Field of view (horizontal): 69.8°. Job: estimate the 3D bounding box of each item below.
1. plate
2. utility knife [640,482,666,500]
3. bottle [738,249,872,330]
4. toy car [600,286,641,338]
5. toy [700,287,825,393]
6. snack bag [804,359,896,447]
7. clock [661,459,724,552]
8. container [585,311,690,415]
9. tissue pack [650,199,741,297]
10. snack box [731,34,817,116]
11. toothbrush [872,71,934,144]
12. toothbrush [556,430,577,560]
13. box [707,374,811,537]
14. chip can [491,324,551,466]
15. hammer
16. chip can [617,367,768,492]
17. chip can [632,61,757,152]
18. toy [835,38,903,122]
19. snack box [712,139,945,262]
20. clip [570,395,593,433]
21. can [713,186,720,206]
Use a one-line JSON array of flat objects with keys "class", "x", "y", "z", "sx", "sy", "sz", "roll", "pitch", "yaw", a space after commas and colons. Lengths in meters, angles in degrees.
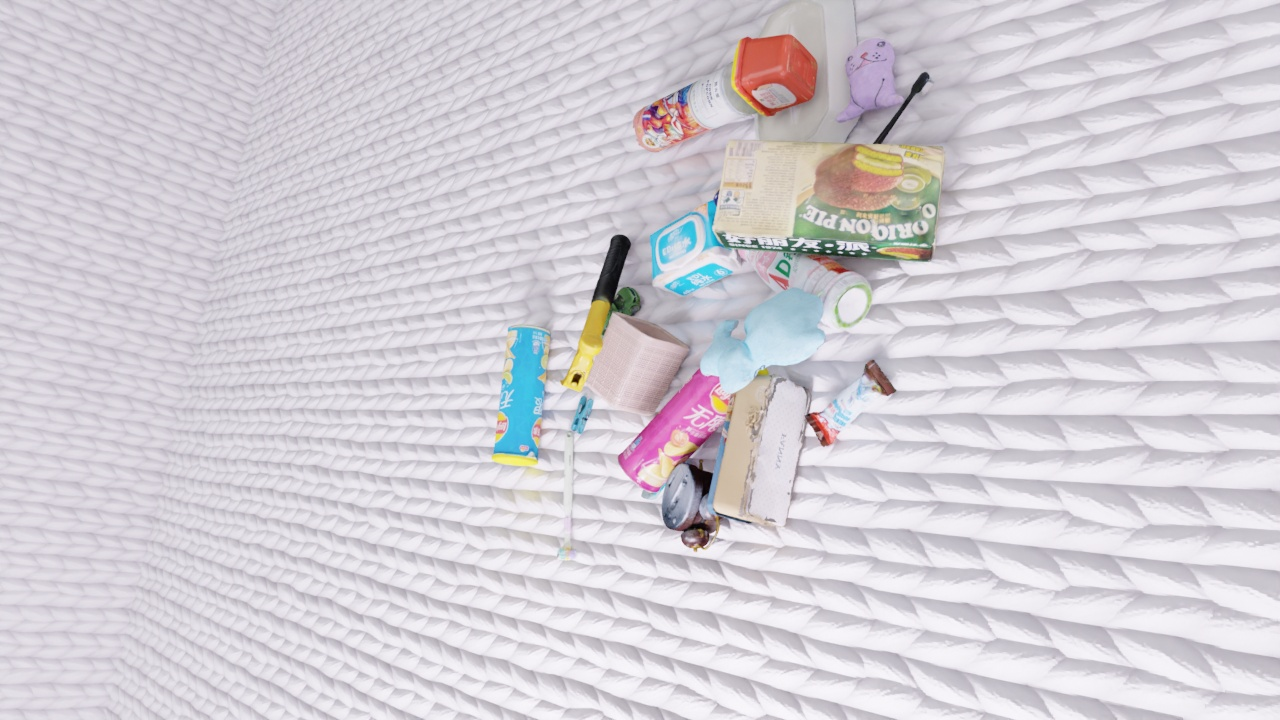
[{"class": "plate", "x": 0.203, "y": -0.365, "z": 1.187, "sx": 0.162, "sy": 0.034, "sz": 0.265, "roll": -15, "pitch": 66, "yaw": 42}, {"class": "utility knife", "x": 0.059, "y": 0.096, "z": 1.192, "sx": 0.029, "sy": 0.013, "sz": 0.216, "roll": 42, "pitch": 106, "yaw": 41}, {"class": "bottle", "x": 0.187, "y": -0.103, "z": 1.092, "sx": 0.197, "sy": 0.068, "sz": 0.068, "roll": 41, "pitch": 106, "yaw": 48}, {"class": "toy car", "x": -0.036, "y": -0.067, "z": 1.333, "sx": 0.091, "sy": 0.036, "sz": 0.043, "roll": -52, "pitch": 44, "yaw": 15}, {"class": "toy", "x": 0.141, "y": -0.027, "z": 1.026, "sx": 0.156, "sy": 0.049, "sz": 0.161, "roll": -54, "pitch": 34, "yaw": 5}, {"class": "snack bag", "x": 0.232, "y": 0.048, "z": 1.020, "sx": 0.104, "sy": 0.026, "sz": 0.048, "roll": -44, "pitch": 61, "yaw": 27}, {"class": "clock", "x": 0.068, "y": 0.176, "z": 1.102, "sx": 0.082, "sy": 0.055, "sz": 0.121, "roll": -63, "pitch": 23, "yaw": 24}, {"class": "container", "x": -0.007, "y": 0.007, "z": 1.240, "sx": 0.090, "sy": 0.089, "sz": 0.111, "roll": 37, "pitch": 107, "yaw": 46}, {"class": "tissue pack", "x": 0.072, "y": -0.149, "z": 1.227, "sx": 0.140, "sy": 0.063, "sz": 0.090, "roll": -23, "pitch": 60, "yaw": 39}, {"class": "snack box", "x": 0.167, "y": -0.352, "z": 1.130, "sx": 0.080, "sy": 0.091, "sz": 0.082, "roll": 1, "pitch": 76, "yaw": 39}, {"class": "toothbrush", "x": 0.283, "y": -0.258, "z": 1.083, "sx": 0.181, "sy": 0.018, "sz": 0.015, "roll": -54, "pitch": 39, "yaw": 21}, {"class": "toothbrush", "x": -0.104, "y": 0.192, "z": 1.326, "sx": 0.020, "sy": 0.029, "sz": 0.189, "roll": 103, "pitch": 167, "yaw": -68}, {"class": "box", "x": 0.137, "y": 0.108, "z": 1.051, "sx": 0.061, "sy": 0.089, "sz": 0.184, "roll": 6, "pitch": 76, "yaw": 46}, {"class": "chip can", "x": -0.182, "y": 0.054, "z": 1.415, "sx": 0.071, "sy": 0.071, "sz": 0.210, "roll": -10, "pitch": 69, "yaw": 44}, {"class": "hammer", "x": -0.056, "y": -0.074, "z": 1.263, "sx": 0.299, "sy": 0.033, "sz": 0.129, "roll": -75, "pitch": 9, "yaw": -45}, {"class": "chip can", "x": 0.063, "y": 0.069, "z": 1.141, "sx": 0.211, "sy": 0.071, "sz": 0.071, "roll": -48, "pitch": 47, "yaw": 16}, {"class": "chip can", "x": 0.075, "y": -0.344, "z": 1.260, "sx": 0.215, "sy": 0.071, "sz": 0.071, "roll": -4, "pitch": 73, "yaw": 57}, {"class": "toy", "x": 0.273, "y": -0.338, "z": 1.099, "sx": 0.084, "sy": 0.039, "sz": 0.107, "roll": -12, "pitch": 64, "yaw": 34}, {"class": "snack box", "x": 0.208, "y": -0.179, "z": 1.020, "sx": 0.240, "sy": 0.063, "sz": 0.114, "roll": 6, "pitch": 80, "yaw": 17}, {"class": "clip", "x": -0.086, "y": 0.080, "z": 1.348, "sx": 0.042, "sy": 0.014, "sz": 0.056, "roll": 17, "pitch": 89, "yaw": 48}, {"class": "can", "x": 0.164, "y": -0.207, "z": 1.116, "sx": 0.148, "sy": 0.074, "sz": 0.049, "roll": -24, "pitch": 67, "yaw": 6}]
